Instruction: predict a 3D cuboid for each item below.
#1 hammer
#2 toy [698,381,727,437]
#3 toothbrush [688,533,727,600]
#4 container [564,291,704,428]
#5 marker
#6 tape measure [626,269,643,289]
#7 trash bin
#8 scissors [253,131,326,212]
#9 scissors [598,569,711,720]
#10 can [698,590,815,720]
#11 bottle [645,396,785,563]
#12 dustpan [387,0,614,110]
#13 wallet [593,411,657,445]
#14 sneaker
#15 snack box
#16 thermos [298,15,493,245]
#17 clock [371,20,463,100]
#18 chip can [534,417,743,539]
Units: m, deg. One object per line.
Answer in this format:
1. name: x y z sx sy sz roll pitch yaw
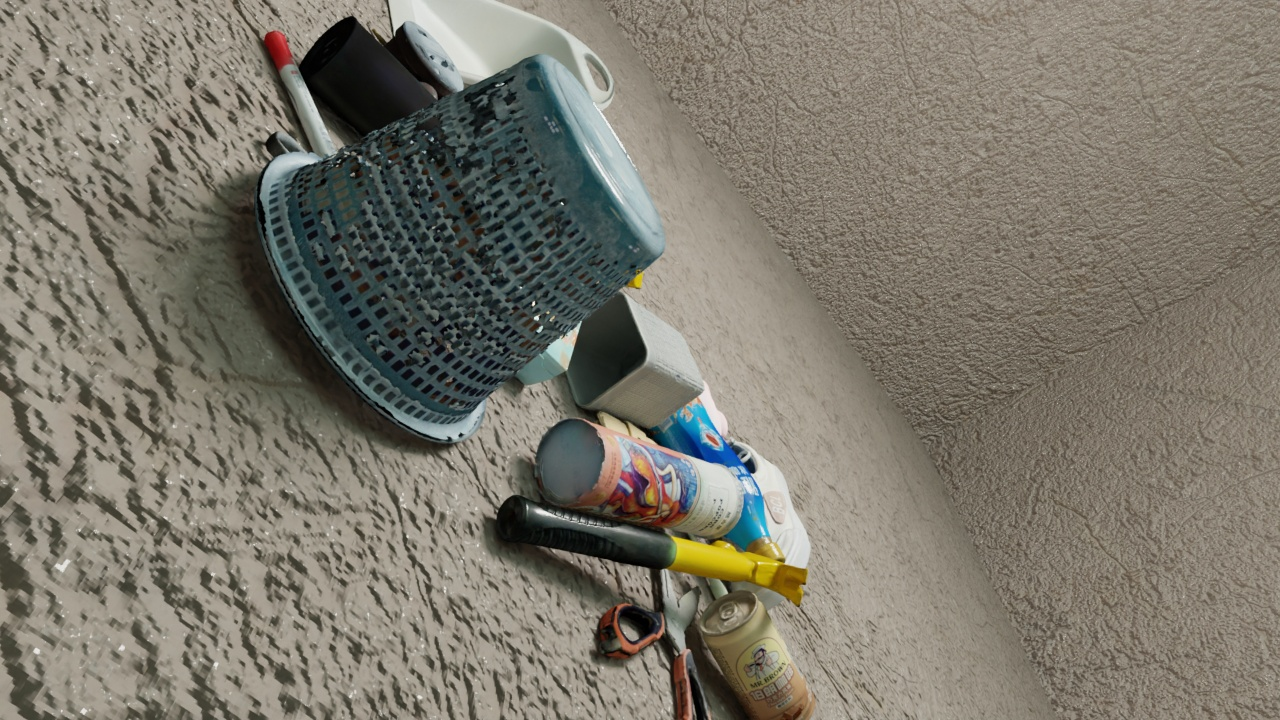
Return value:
1. hammer: 0.018 0.148 0.710 0.300 0.129 0.032 22 79 -41
2. toy: 0.063 0.052 1.080 0.121 0.054 0.159 63 13 17
3. toothbrush: 0.084 0.230 0.870 0.189 0.020 0.029 65 12 24
4. container: -0.005 0.005 0.897 0.114 0.090 0.090 27 34 -49
5. marker: -0.259 -0.195 0.708 0.145 0.017 0.017 62 18 17
6. tape measure: -0.023 -0.121 1.149 0.029 0.057 0.060 11 88 -69
7. trash bin: -0.099 -0.087 0.612 0.226 0.195 0.226 56 13 -21
8. scissors: -0.210 -0.089 0.657 0.180 0.014 0.159 56 17 -6
9. scissors: 0.023 0.223 0.726 0.227 0.015 0.189 22 38 -61
10. can: 0.099 0.257 0.775 0.116 0.059 0.058 61 16 -14
11. bottle: 0.075 0.118 0.916 0.065 0.065 0.218 33 18 -52
12. dustpan: -0.159 -0.380 1.104 0.257 0.143 0.222 39 24 -47
13. wallet: -0.003 0.098 0.873 0.115 0.024 0.087 34 33 -49
14. sneaker: 0.114 0.160 0.966 0.091 0.090 0.241 49 18 -17
15. snack box: -0.086 -0.069 0.802 0.074 0.052 0.174 45 42 -33
16. thermos: -0.181 -0.182 0.804 0.242 0.068 0.090 42 17 -40
17. clock: -0.215 -0.274 0.903 0.122 0.055 0.082 61 17 10
18. chip can: 0.004 0.103 0.772 0.214 0.071 0.071 25 35 -51
